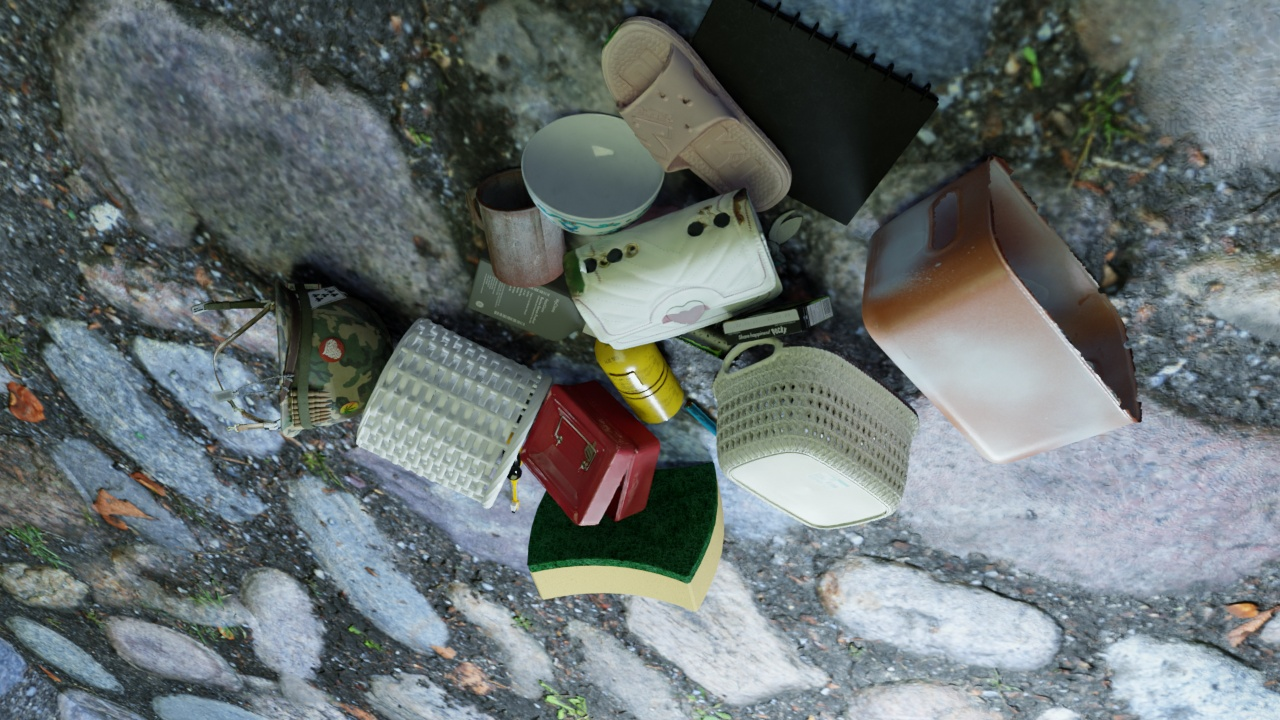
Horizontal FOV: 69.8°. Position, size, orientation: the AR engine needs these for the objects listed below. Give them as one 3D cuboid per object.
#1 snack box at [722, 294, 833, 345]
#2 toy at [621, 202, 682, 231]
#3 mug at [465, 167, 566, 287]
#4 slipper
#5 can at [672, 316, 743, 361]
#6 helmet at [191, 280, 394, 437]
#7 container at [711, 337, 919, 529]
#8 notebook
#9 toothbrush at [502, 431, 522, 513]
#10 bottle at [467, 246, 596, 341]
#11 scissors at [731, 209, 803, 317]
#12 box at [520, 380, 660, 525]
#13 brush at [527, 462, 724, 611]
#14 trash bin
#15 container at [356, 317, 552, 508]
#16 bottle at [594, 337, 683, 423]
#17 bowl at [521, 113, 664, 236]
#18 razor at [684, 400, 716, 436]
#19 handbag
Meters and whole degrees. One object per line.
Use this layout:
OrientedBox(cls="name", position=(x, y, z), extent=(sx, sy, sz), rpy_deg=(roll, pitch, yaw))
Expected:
OrientedBox(cls="snack box", position=(0.152, -0.045, 0.995), extent=(0.080, 0.147, 0.025), rpy_deg=(-11, 94, 25))
OrientedBox(cls="toy", position=(0.016, -0.143, 1.008), extent=(0.096, 0.052, 0.099), rpy_deg=(31, 138, -9))
OrientedBox(cls="mug", position=(-0.144, -0.152, 1.032), extent=(0.123, 0.096, 0.110), rpy_deg=(21, 133, 26))
OrientedBox(cls="slipper", position=(0.051, -0.224, 0.896), extent=(0.239, 0.064, 0.094), rpy_deg=(40, 132, -21))
OrientedBox(cls="can", position=(0.059, -0.046, 1.080), extent=(0.137, 0.053, 0.054), rpy_deg=(25, 133, -5))
OrientedBox(cls="helmet", position=(-0.440, -0.005, 1.171), extent=(0.236, 0.192, 0.225), rpy_deg=(-13, 152, -2))
OrientedBox(cls="container", position=(0.201, 0.091, 1.064), extent=(0.251, 0.143, 0.185), rpy_deg=(33, 140, -30))
OrientedBox(cls="notebook", position=(0.148, -0.247, 0.899), extent=(0.231, 0.019, 0.170), rpy_deg=(26, 134, -6))
OrientedBox(cls="toothbrush", position=(-0.189, 0.167, 1.369), extent=(0.031, 0.030, 0.197), rpy_deg=(17, 138, 10))
OrientedBox(cls="bottle", position=(-0.116, -0.073, 1.117), extent=(0.174, 0.046, 0.084), rpy_deg=(23, 133, -3))
OrientedBox(cls="scissors", position=(0.127, -0.104, 1.026), extent=(0.130, 0.019, 0.151), rpy_deg=(-3, 120, 16))
OrientedBox(cls="box", position=(-0.056, 0.115, 1.183), extent=(0.117, 0.157, 0.136), rpy_deg=(2, 121, -43))
OrientedBox(cls="brush", position=(-0.017, 0.232, 1.256), extent=(0.250, 0.194, 0.075), rpy_deg=(0, 130, 17))
OrientedBox(cls="trash bin", position=(0.351, -0.041, 0.911), extent=(0.158, 0.181, 0.259), rpy_deg=(-29, 118, 37))
OrientedBox(cls="container", position=(-0.237, 0.067, 1.184), extent=(0.187, 0.188, 0.190), rpy_deg=(26, 133, -5))
OrientedBox(cls="bottle", position=(-0.007, 0.006, 1.108), extent=(0.071, 0.070, 0.164), rpy_deg=(-6, 144, 22))
OrientedBox(cls="bowl", position=(-0.050, -0.177, 0.950), extent=(0.144, 0.143, 0.074), rpy_deg=(15, 148, 4))
OrientedBox(cls="razor", position=(0.110, 0.103, 1.223), extent=(0.144, 0.022, 0.042), rpy_deg=(43, 92, -16))
OrientedBox(cls="handbag", position=(0.036, -0.090, 0.938), extent=(0.199, 0.096, 0.142), rpy_deg=(-18, 156, 13))
